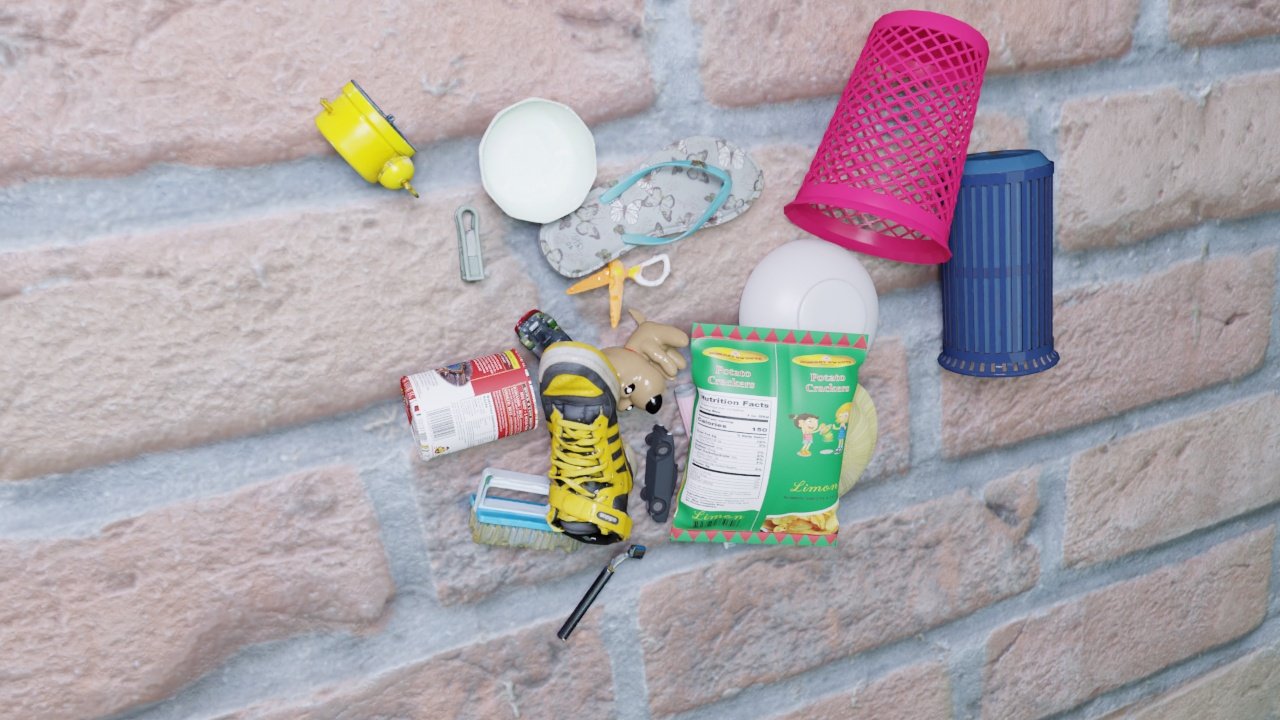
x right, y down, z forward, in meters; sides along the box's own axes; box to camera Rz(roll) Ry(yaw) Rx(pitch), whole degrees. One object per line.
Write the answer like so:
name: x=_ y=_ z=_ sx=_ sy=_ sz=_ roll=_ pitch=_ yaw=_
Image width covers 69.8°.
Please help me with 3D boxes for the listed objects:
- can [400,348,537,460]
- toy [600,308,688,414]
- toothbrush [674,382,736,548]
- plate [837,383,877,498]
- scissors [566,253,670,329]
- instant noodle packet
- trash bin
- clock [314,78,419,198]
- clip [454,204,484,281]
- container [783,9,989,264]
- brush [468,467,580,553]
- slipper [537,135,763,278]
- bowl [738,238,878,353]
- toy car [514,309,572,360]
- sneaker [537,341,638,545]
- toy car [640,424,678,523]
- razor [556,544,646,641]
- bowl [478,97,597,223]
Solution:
can: x=-0.172 y=0.043 z=0.921 sx=0.116 sy=0.087 sz=0.087 roll=-15 pitch=109 yaw=-19
toy: x=-0.006 y=0.006 z=0.974 sx=0.108 sy=0.106 sz=0.134 roll=-43 pitch=159 yaw=-22
toothbrush: x=0.080 y=0.129 z=1.083 sx=0.026 sy=0.027 sz=0.223 roll=-16 pitch=112 yaw=3
plate: x=0.225 y=0.111 z=1.122 sx=0.184 sy=0.036 sz=0.184 roll=-9 pitch=112 yaw=-22
scissors: x=-0.019 y=-0.093 z=0.965 sx=0.128 sy=0.011 sz=0.125 roll=6 pitch=80 yaw=-21
instant noodle packet: x=0.141 y=0.088 z=1.022 sx=0.195 sy=0.090 sz=0.253 roll=3 pitch=105 yaw=-7
trash bin: x=0.425 y=-0.119 z=1.097 sx=0.139 sy=0.139 sz=0.250 roll=-13 pitch=107 yaw=-19
clock: x=-0.239 y=-0.196 z=0.832 sx=0.057 sy=0.083 sz=0.119 roll=-42 pitch=113 yaw=-1
clip: x=-0.167 y=-0.114 z=0.905 sx=0.023 sy=0.050 sz=0.078 roll=-8 pitch=114 yaw=-22
container: x=0.279 y=-0.242 z=0.992 sx=0.183 sy=0.183 sz=0.225 roll=19 pitch=88 yaw=-26
brush: x=-0.114 y=0.164 z=0.995 sx=0.135 sy=0.055 sz=0.075 roll=13 pitch=104 yaw=-26
slipper: x=0.018 y=-0.168 z=0.949 sx=0.268 sy=0.055 sz=0.098 roll=-24 pitch=97 yaw=-19
bowl: x=0.205 y=-0.050 z=1.050 sx=0.176 sy=0.066 sz=0.176 roll=-2 pitch=98 yaw=-19
toy car: x=-0.093 y=-0.014 z=0.966 sx=0.042 sy=0.036 sz=0.091 roll=-46 pitch=115 yaw=-6
sneaker: x=-0.058 y=0.097 z=0.921 sx=0.086 sy=0.121 sz=0.239 roll=-2 pitch=138 yaw=13
toy car: x=0.024 y=0.129 z=1.048 sx=0.034 sy=0.046 sz=0.112 roll=-1 pitch=106 yaw=-18
razor: x=-0.050 y=0.267 z=1.071 sx=0.144 sy=0.022 sz=0.043 roll=-49 pitch=156 yaw=1
bowl: x=-0.106 y=-0.196 z=0.898 sx=0.117 sy=0.061 sz=0.117 roll=-6 pitch=106 yaw=-20
